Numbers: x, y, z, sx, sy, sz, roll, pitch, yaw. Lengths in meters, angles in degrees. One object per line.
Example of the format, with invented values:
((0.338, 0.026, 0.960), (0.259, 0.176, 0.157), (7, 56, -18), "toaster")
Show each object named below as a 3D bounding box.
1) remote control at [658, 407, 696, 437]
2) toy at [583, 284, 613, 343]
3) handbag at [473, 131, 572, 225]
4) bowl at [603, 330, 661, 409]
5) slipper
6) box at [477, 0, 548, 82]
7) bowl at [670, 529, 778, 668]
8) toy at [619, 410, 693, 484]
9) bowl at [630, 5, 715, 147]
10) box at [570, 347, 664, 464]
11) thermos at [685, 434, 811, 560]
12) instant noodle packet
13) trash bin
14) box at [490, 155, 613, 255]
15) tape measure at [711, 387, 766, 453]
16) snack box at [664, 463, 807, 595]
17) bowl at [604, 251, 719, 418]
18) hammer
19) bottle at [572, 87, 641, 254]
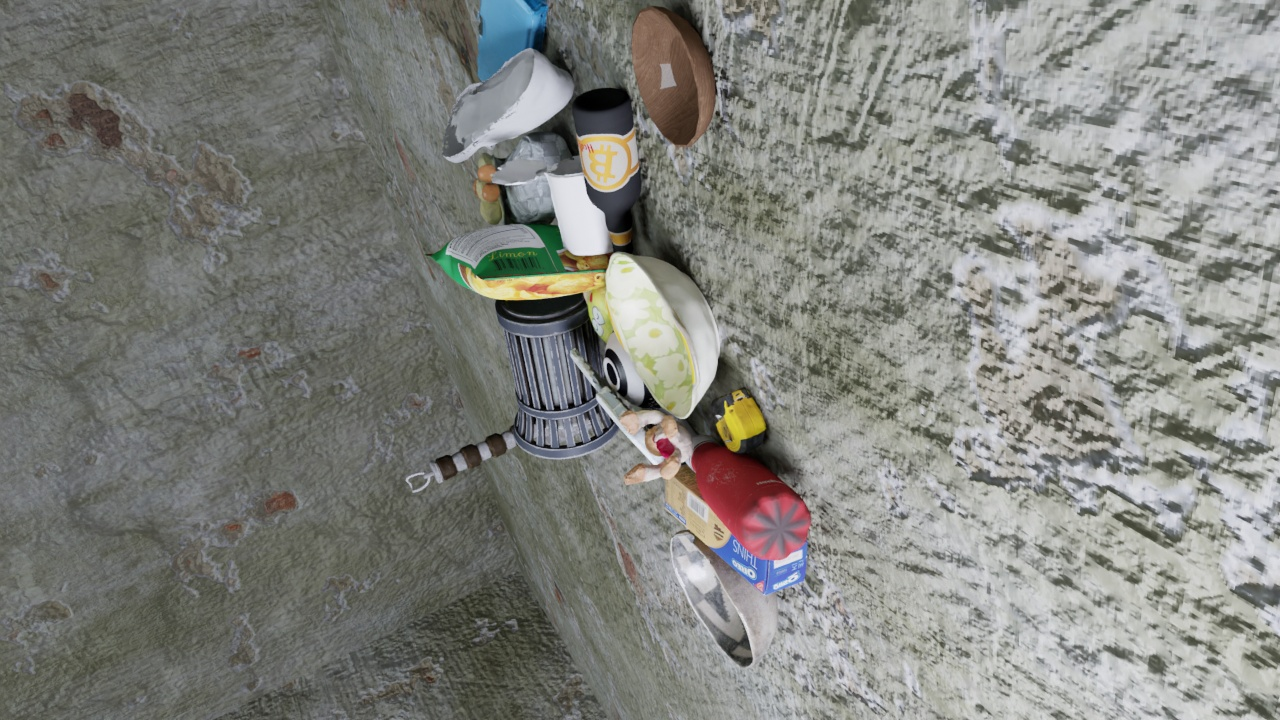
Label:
((0.060, 0.096, 1.144), (0.131, 0.012, 0.033), (54, 151, 34), "remote control")
((-0.049, -0.077, 1.190), (0.092, 0.046, 0.115), (91, 158, -51), "toy")
((-0.150, -0.226, 1.168), (0.172, 0.123, 0.112), (-178, 81, -70), "handbag")
((-0.007, 0.007, 1.118), (0.120, 0.066, 0.120), (51, 152, 41), "bowl")
((-0.168, -0.299, 1.103), (0.074, 0.112, 0.247), (31, 153, -32), "slipper")
((-0.152, -0.391, 1.115), (0.093, 0.052, 0.232), (47, 161, 5), "box")
((0.113, 0.271, 1.099), (0.178, 0.081, 0.179), (55, 160, 31), "bowl")
((0.022, 0.086, 1.033), (0.105, 0.074, 0.085), (-25, -77, -67), "toy")
((0.033, -0.239, 0.768), (0.118, 0.030, 0.118), (55, 159, 32), "bowl")
((-0.007, 0.085, 1.185), (0.189, 0.037, 0.209), (44, 175, 44), "box")
((0.100, 0.132, 0.976), (0.240, 0.073, 0.073), (-139, 29, -70), "thermos")
((-0.138, -0.122, 1.131), (0.253, 0.195, 0.090), (24, 118, 60), "instant noodle packet")
((-0.121, 0.002, 1.321), (0.164, 0.164, 0.228), (45, 149, 49), "trash bin")
((-0.092, -0.177, 1.052), (0.150, 0.080, 0.106), (3, 122, 24), "box")
((0.100, 0.064, 0.948), (0.064, 0.037, 0.066), (66, 163, 4), "tape measure")
((0.101, 0.183, 1.028), (0.207, 0.056, 0.057), (33, 128, 54), "snack box")
((0.032, -0.036, 0.984), (0.219, 0.060, 0.188), (30, 140, 64), "bowl")
((-0.233, 0.138, 1.528), (0.079, 0.325, 0.177), (66, 163, 1), "hammer")
((-0.029, -0.189, 0.964), (0.059, 0.059, 0.182), (48, 155, 45), "bottle")
